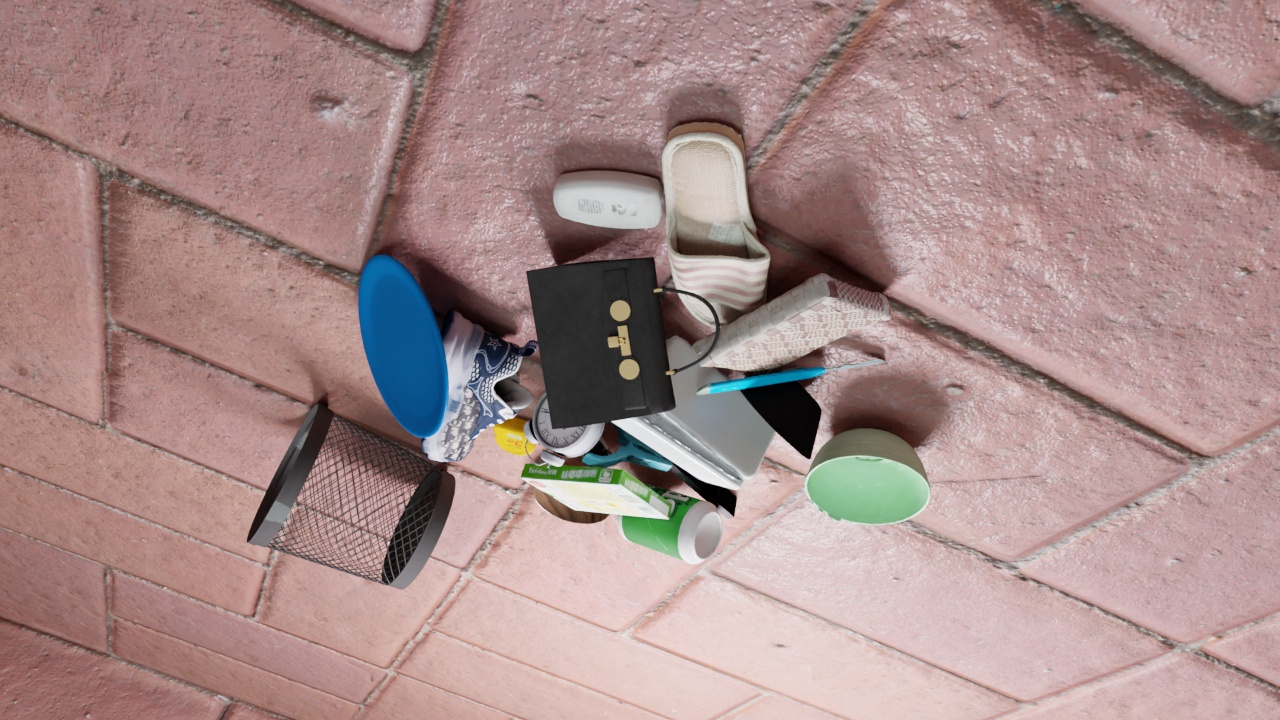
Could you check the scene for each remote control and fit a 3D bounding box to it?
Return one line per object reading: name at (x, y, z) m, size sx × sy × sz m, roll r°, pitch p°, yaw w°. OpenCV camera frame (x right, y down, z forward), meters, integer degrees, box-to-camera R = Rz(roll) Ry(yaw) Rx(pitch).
remote control at (-0.033, -0.165, 0.944) m, size 0.114 × 0.028 × 0.060 m, roll 5°, pitch 139°, yaw 12°
remote control at (0.084, 0.169, 1.283) m, size 0.013 × 0.034 × 0.150 m, roll -24°, pitch 126°, yaw 37°

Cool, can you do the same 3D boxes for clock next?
clock at (-0.102, 0.083, 1.184) m, size 0.123 × 0.094 × 0.035 m, roll -45°, pitch 149°, yaw 7°

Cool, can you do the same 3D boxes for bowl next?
bowl at (-0.099, 0.199, 1.377) m, size 0.119 × 0.032 × 0.119 m, roll 9°, pitch 139°, yaw 8°
bowl at (0.285, 0.136, 1.149) m, size 0.151 × 0.076 × 0.151 m, roll 9°, pitch 139°, yaw 8°
bowl at (0.177, 0.054, 1.090) m, size 0.052 × 0.124 × 0.124 m, roll -45°, pitch 117°, yaw 10°

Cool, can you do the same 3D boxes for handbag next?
handbag at (-0.008, -0.025, 0.991) m, size 0.196 × 0.072 × 0.176 m, roll -6°, pitch 98°, yaw 23°
handbag at (0.161, -0.037, 0.989) m, size 0.124 × 0.047 × 0.186 m, roll 8°, pitch 152°, yaw -45°

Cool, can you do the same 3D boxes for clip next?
clip at (-0.024, 0.103, 1.219) m, size 0.122 × 0.120 × 0.033 m, roll -6°, pitch 148°, yaw -25°

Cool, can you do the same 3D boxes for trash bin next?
trash bin at (-0.421, 0.210, 1.359) m, size 0.227 × 0.217 × 0.218 m, roll 28°, pitch 138°, yaw -21°

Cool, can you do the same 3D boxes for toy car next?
toy car at (-0.075, 0.101, 1.255) m, size 0.039 × 0.039 × 0.113 m, roll -26°, pitch 131°, yaw 5°

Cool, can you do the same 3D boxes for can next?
can at (0.040, 0.229, 1.298) m, size 0.140 × 0.087 × 0.088 m, roll 11°, pitch 145°, yaw 39°

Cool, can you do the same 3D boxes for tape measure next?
tape measure at (-0.173, 0.107, 1.297) m, size 0.068 × 0.030 × 0.059 m, roll 15°, pitch 140°, yaw 4°

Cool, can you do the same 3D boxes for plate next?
plate at (-0.279, -0.018, 1.101) m, size 0.224 × 0.024 × 0.225 m, roll 25°, pitch 123°, yaw 45°

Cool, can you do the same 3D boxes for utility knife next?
utility knife at (0.173, 0.017, 1.054) m, size 0.220 × 0.015 × 0.031 m, roll -7°, pitch 166°, yaw 2°

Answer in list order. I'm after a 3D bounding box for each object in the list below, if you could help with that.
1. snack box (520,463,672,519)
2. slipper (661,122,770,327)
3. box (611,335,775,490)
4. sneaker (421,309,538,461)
snack box at (-0.059, 0.177, 1.248) m, size 0.168 × 0.027 × 0.132 m, roll -1°, pitch 153°, yaw 35°
slipper at (0.078, -0.121, 0.941) m, size 0.115 × 0.052 × 0.263 m, roll 3°, pitch 138°, yaw 16°
box at (0.057, 0.072, 1.132) m, size 0.210 × 0.129 × 0.105 m, roll 42°, pitch 162°, yaw -27°
sneaker at (-0.208, 0.052, 1.203) m, size 0.132 × 0.103 × 0.270 m, roll 12°, pitch 137°, yaw -6°
